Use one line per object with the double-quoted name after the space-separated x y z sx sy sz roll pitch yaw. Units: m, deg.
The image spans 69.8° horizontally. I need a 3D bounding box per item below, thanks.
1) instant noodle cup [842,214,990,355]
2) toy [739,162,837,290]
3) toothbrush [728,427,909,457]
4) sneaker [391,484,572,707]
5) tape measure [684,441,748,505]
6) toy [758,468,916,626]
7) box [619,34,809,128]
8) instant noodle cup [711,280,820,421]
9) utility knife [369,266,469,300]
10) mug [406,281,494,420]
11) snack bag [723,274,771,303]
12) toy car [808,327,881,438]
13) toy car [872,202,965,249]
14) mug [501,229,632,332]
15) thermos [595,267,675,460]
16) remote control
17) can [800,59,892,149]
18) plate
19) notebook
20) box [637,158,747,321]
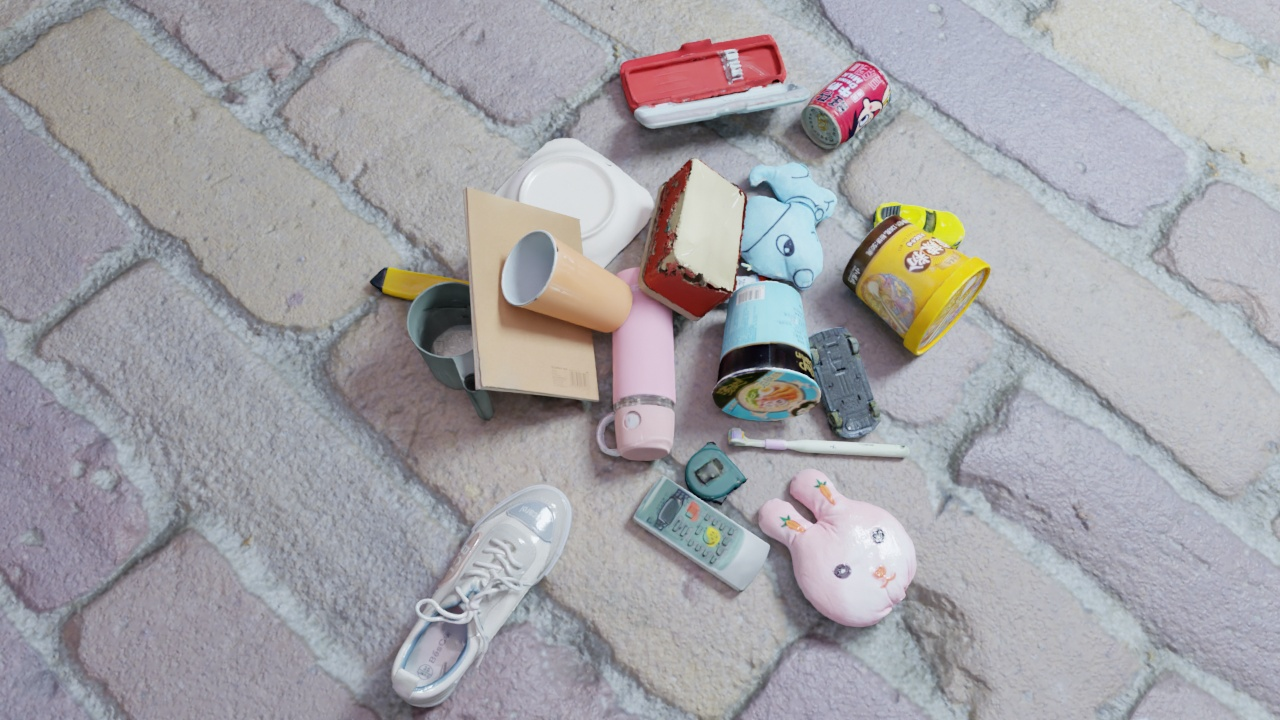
0.290 -0.086 0.982 0.118 0.119 0.114 -40 66 -15 "instant noodle cup"
0.161 -0.154 1.037 0.156 0.050 0.161 -32 71 -17 "toy"
0.187 0.088 0.959 0.189 0.029 0.020 5 110 0 "toothbrush"
-0.152 0.213 0.866 0.089 0.091 0.241 32 71 10 "sneaker"
0.073 0.117 0.942 0.054 0.025 0.058 -38 73 -16 "tape measure"
0.193 0.182 0.907 0.121 0.054 0.159 -41 67 -16 "toy"
0.085 -0.325 1.097 0.201 0.065 0.159 -12 49 -6 "box"
0.131 -0.013 0.959 0.111 0.111 0.120 4 60 0 "instant noodle cup"
-0.223 -0.077 1.018 0.154 0.015 0.033 11 75 2 "utility knife"
-0.182 -0.005 0.943 0.083 0.103 0.124 -20 71 -9 "mug"
0.098 -0.078 1.018 0.104 0.026 0.048 -3 55 -1 "snack bag"
0.214 0.024 0.977 0.054 0.037 0.120 -16 80 -8 "toy car"
0.320 -0.155 1.050 0.105 0.032 0.048 11 68 2 "toy car"
-0.069 -0.073 0.925 0.078 0.122 0.078 -18 62 37 "mug"
-0.006 0.006 0.968 0.087 0.067 0.198 -11 68 26 "thermos"
0.062 0.174 0.922 0.135 0.019 0.056 33 71 11 "remote control"
0.243 -0.302 1.087 0.093 0.067 0.066 -42 75 -16 "can"
-0.083 -0.178 1.051 0.164 0.034 0.163 37 72 12 "plate"
-0.110 -0.065 0.940 0.149 0.012 0.211 9 67 -42 "notebook"
0.062 -0.136 0.976 0.091 0.078 0.168 30 48 -21 "box"
